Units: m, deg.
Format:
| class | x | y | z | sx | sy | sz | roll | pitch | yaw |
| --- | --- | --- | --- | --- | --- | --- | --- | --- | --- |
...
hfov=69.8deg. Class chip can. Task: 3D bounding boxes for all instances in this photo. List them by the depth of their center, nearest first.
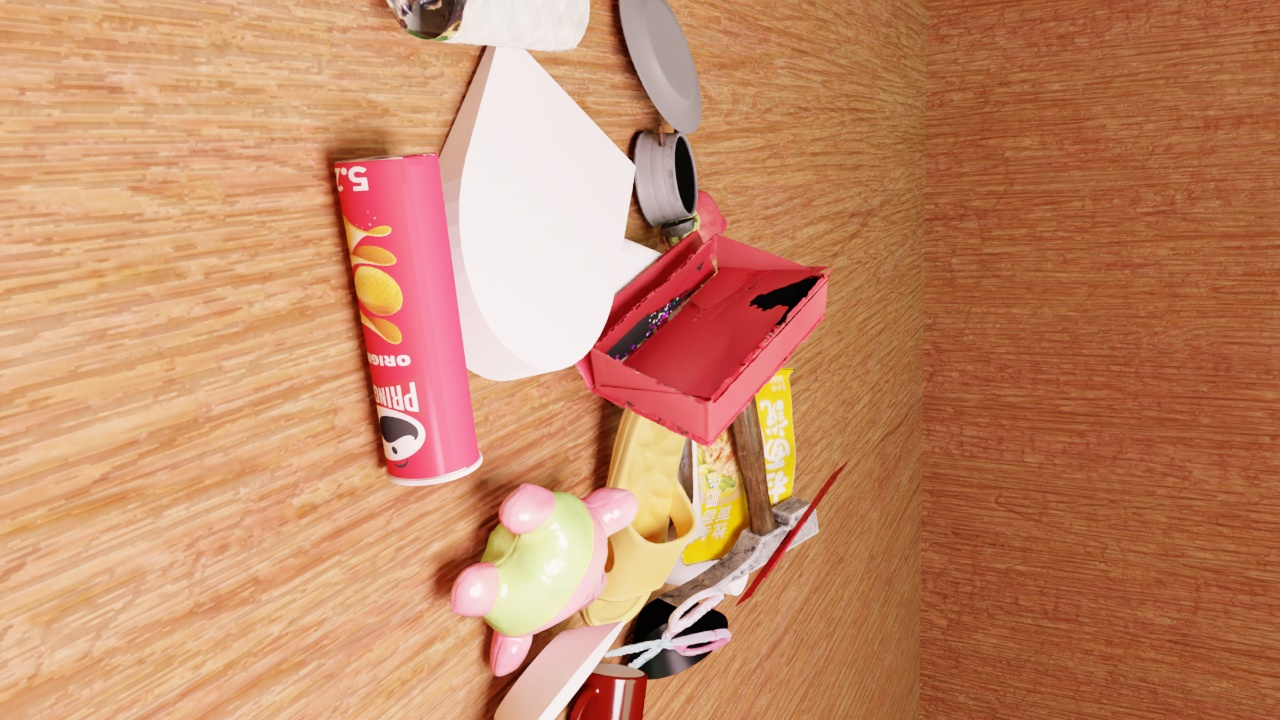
| class | x | y | z | sx | sy | sz | roll | pitch | yaw |
| --- | --- | --- | --- | --- | --- | --- | --- | --- | --- |
| chip can | -0.159 | -0.029 | 0.634 | 0.069 | 0.069 | 0.221 | -32 | 121 | -59 |

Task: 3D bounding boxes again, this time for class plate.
| class | x | y | z | sx | sy | sz | roll | pitch | yaw |
| --- | --- | --- | --- | --- | --- | --- | --- | --- | --- |
| plate | -0.083 | 0.287 | 0.804 | 0.173 | 0.036 | 0.174 | -49 | 167 | -16 |
| plate | 0.028 | -0.331 | 0.984 | 0.178 | 0.012 | 0.178 | 38 | 45 | -50 |

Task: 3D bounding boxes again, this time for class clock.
| class | x | y | z | sx | sy | sz | roll | pitch | yaw |
| --- | --- | --- | --- | --- | --- | --- | --- | --- | --- |
| clock | 0.030 | -0.187 | 1.009 | 0.103 | 0.056 | 0.148 | -50 | 132 | -63 |

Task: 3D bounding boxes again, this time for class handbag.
| class | x | y | z | sx | sy | sz | roll | pitch | yaw |
| --- | --- | --- | --- | --- | --- | --- | --- | --- | --- |
| handbag | -0.116 | -0.301 | 0.680 | 0.194 | 0.073 | 0.139 | -28 | 107 | -60 |

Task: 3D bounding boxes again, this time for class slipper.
| class | x | y | z | sx | sy | sz | roll | pitch | yaw |
| --- | --- | --- | --- | --- | --- | --- | --- | --- | --- |
| slipper | 0.011 | 0.158 | 0.923 | 0.099 | 0.078 | 0.263 | -3 | 108 | -47 |

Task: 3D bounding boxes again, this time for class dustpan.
| class | x | y | z | sx | sy | sz | roll | pitch | yaw |
| --- | --- | --- | --- | --- | --- | --- | --- | --- | --- |
| dustpan | -0.096 | -0.110 | 0.765 | 0.191 | 0.053 | 0.257 | 39 | 50 | -44 |

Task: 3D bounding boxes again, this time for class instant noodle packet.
| class | x | y | z | sx | sy | sz | roll | pitch | yaw |
| --- | --- | --- | --- | --- | --- | --- | --- | --- | --- |
| instant noodle packet | 0.106 | 0.118 | 1.069 | 0.162 | 0.084 | 0.221 | -2 | 86 | -38 |

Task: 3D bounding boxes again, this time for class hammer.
| class | x | y | z | sx | sy | sz | roll | pitch | yaw |
| --- | --- | --- | --- | --- | --- | --- | --- | --- | --- |
| hammer | 0.088 | 0.096 | 0.992 | 0.217 | 0.037 | 0.301 | -21 | 108 | -33 |

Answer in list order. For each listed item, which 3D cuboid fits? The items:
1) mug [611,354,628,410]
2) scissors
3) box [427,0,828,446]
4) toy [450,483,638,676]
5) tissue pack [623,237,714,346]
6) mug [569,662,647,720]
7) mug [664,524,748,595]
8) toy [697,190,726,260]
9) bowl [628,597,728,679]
| class | x | y | z | sx | sy | sz | roll | pitch | yaw |
| --- | --- | --- | --- | --- | --- | --- | --- | --- | --- |
| mug | -0.006 | 0.006 | 0.963 | 0.089 | 0.071 | 0.107 | 13 | 53 | -56 |
| scissors | 0.040 | 0.293 | 0.987 | 0.170 | 0.013 | 0.176 | 2 | 133 | -31 |
| box | 0.005 | -0.124 | 0.808 | 0.212 | 0.148 | 0.374 | -43 | 110 | -34 |
| toy | -0.076 | 0.185 | 0.801 | 0.192 | 0.097 | 0.237 | -54 | 156 | -8 |
| tissue pack | -0.001 | -0.065 | 0.922 | 0.181 | 0.071 | 0.103 | 15 | 77 | -36 |
| mug | -0.041 | 0.350 | 0.907 | 0.105 | 0.073 | 0.082 | 22 | 73 | -60 |
| mug | 0.087 | 0.244 | 1.134 | 0.110 | 0.091 | 0.073 | 18 | 77 | -63 |
| toy | 0.072 | -0.159 | 1.108 | 0.135 | 0.045 | 0.091 | -6 | 95 | -59 |
| bowl | 0.033 | 0.304 | 1.048 | 0.052 | 0.124 | 0.124 | 58 | -1 | 42 |
